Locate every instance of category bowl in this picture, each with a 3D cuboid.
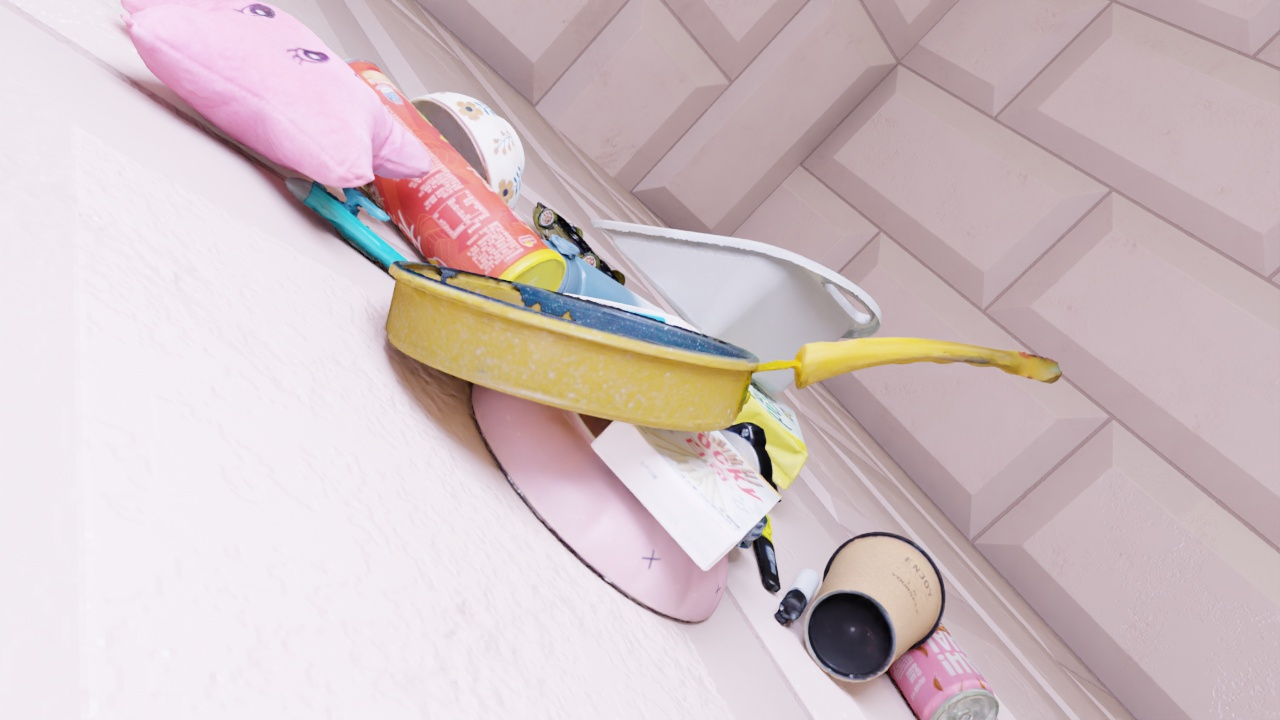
[{"bbox_3d":[-0.131,-0.154,0.710,0.113,0.114,0.062,47,50,12],"label":"bowl"}]

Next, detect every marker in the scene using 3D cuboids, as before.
[{"bbox_3d":[0.097,0.145,0.706,0.018,0.015,0.124,40,12,-6],"label":"marker"},{"bbox_3d":[0.115,0.170,0.669,0.018,0.023,0.130,53,9,13],"label":"marker"}]

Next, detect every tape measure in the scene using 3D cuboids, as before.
[{"bbox_3d":[0.066,0.084,0.686,0.033,0.066,0.065,19,54,-60],"label":"tape measure"}]

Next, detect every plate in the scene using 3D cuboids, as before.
[{"bbox_3d":[-0.013,0.063,0.533,0.192,0.039,0.192,42,10,-10],"label":"plate"}]

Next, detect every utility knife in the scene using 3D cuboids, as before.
[{"bbox_3d":[-0.151,-0.059,0.563,0.160,0.013,0.029,42,13,-31],"label":"utility knife"}]

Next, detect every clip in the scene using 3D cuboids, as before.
[{"bbox_3d":[-0.183,-0.099,0.575,0.057,0.046,0.014,45,11,8],"label":"clip"}]

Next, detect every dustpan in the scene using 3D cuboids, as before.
[{"bbox_3d":[0.113,-0.080,0.950,0.222,0.143,0.257,34,14,-47],"label":"dustpan"}]

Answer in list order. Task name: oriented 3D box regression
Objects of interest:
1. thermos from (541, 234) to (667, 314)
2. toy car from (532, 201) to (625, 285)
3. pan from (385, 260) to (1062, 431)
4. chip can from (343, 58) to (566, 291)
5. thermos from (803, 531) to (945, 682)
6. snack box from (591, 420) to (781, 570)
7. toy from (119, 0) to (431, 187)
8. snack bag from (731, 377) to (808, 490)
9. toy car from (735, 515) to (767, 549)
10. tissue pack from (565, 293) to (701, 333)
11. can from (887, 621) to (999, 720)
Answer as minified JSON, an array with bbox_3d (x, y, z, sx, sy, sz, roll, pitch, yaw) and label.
[{"bbox_3d":[-0.041,-0.045,0.782,0.070,0.070,0.220,50,10,27],"label":"thermos"},{"bbox_3d":[-0.073,-0.122,1.039,0.158,0.042,0.070,52,12,30],"label":"toy car"},{"bbox_3d":[0.045,-0.007,0.490,0.357,0.078,0.197,15,7,-3],"label":"pan"},{"bbox_3d":[-0.148,-0.118,0.644,0.216,0.073,0.073,46,10,13],"label":"chip can"},{"bbox_3d":[0.165,0.177,0.657,0.093,0.093,0.143,48,17,17],"label":"thermos"},{"bbox_3d":[0.031,0.064,0.514,0.084,0.027,0.156,46,12,12],"label":"snack box"},{"bbox_3d":[-0.211,-0.155,0.525,0.194,0.075,0.178,40,15,19],"label":"toy"},{"bbox_3d":[0.089,0.043,0.938,0.158,0.068,0.246,44,10,-1],"label":"snack bag"},{"bbox_3d":[0.036,0.087,0.650,0.120,0.037,0.054,38,7,28],"label":"toy car"},{"bbox_3d":[-0.004,0.004,0.647,0.140,0.063,0.090,15,-12,38],"label":"tissue pack"},{"bbox_3d":[0.219,0.229,0.729,0.058,0.058,0.147,39,12,-29],"label":"can"}]
